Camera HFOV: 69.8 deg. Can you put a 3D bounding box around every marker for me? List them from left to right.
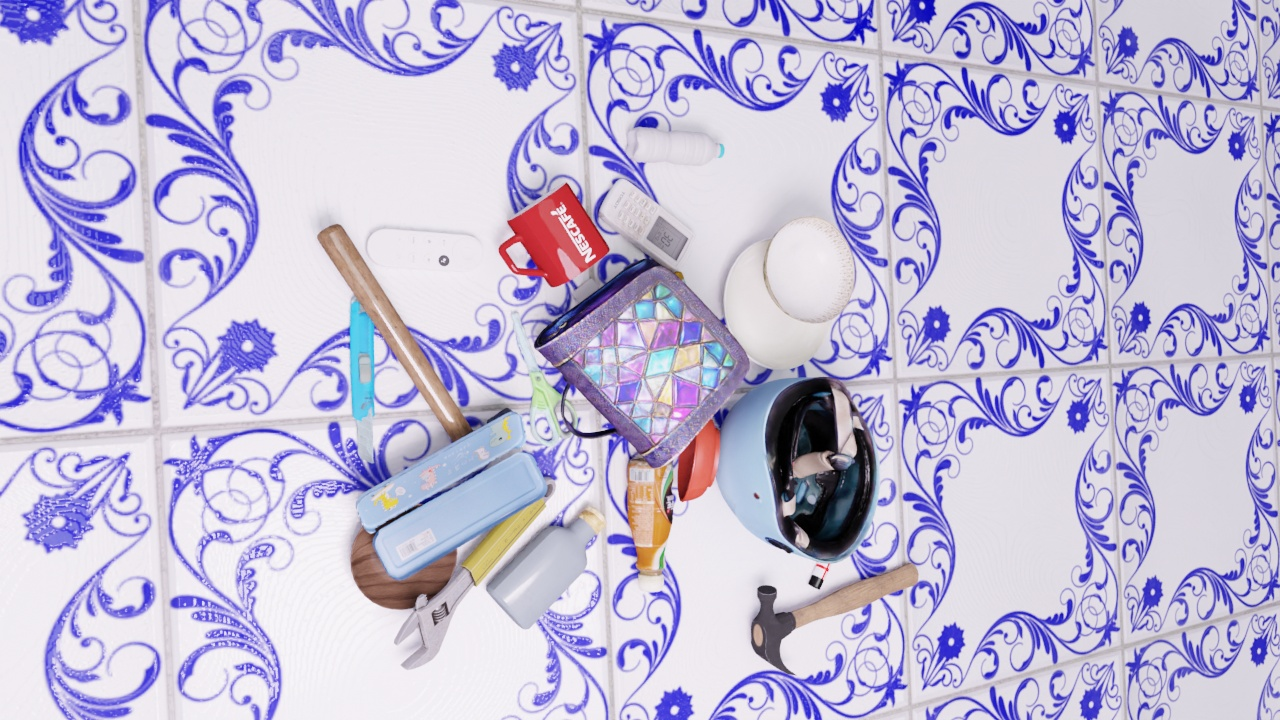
[{"bbox_3d":[0.281,0.261,1.329,0.019,0.019,0.145,34,74,-22],"label":"marker"}]

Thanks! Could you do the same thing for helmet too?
[{"bbox_3d":[0.203,0.139,1.207,0.265,0.167,0.225,48,63,-27],"label":"helmet"}]

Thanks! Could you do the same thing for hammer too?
[{"bbox_3d":[-0.264,-0.009,1.036,0.129,0.040,0.322,-36,108,-21],"label":"hammer"},{"bbox_3d":[0.285,0.350,1.311,0.304,0.040,0.132,-10,106,-32],"label":"hammer"}]

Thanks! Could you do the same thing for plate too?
[{"bbox_3d":[0.185,-0.077,1.278,0.182,0.034,0.182,1,89,-27],"label":"plate"}]

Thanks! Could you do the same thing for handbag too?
[{"bbox_3d":[-0.007,0.006,1.109,0.222,0.125,0.205,-43,103,3],"label":"handbag"}]

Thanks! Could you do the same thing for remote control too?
[{"bbox_3d":[-0.249,-0.128,1.069,0.136,0.013,0.043,1,89,-27],"label":"remote control"},{"bbox_3d":[-0.039,-0.044,1.175,0.033,0.012,0.131,-42,107,-19],"label":"remote control"},{"bbox_3d":[0.010,-0.174,1.195,0.138,0.025,0.060,35,74,-22],"label":"remote control"}]

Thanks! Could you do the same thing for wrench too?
[{"bbox_3d":[-0.186,0.239,1.068,0.272,0.018,0.084,-48,140,-30],"label":"wrench"}]

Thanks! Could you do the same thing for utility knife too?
[{"bbox_3d":[-0.311,0.017,1.035,0.031,0.015,0.198,-2,91,-24],"label":"utility knife"}]

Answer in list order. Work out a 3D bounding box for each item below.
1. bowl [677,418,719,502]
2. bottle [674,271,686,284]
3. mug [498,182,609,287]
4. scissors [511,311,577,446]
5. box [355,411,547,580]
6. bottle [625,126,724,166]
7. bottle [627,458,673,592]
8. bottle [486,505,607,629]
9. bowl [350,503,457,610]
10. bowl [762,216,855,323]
[{"bbox_3d":[0.075,0.121,1.167,0.035,0.122,0.122,8,85,-6],"label":"bowl"},{"bbox_3d":[0.061,-0.022,1.203,0.053,0.053,0.186,-25,101,-25],"label":"bottle"},{"bbox_3d":[-0.111,-0.141,1.104,0.116,0.080,0.096,-38,105,-16],"label":"mug"},{"bbox_3d":[-0.127,0.021,1.131,0.065,0.033,0.174,-23,102,-22],"label":"scissors"},{"bbox_3d":[-0.210,0.148,1.034,0.208,0.039,0.126,-29,118,-25],"label":"box"},{"bbox_3d":[0.049,-0.280,1.206,0.136,0.044,0.044,-2,90,-27],"label":"bottle"},{"bbox_3d":[0.013,0.209,1.170,0.059,0.059,0.167,0,89,-27],"label":"bottle"},{"bbox_3d":[-0.107,0.244,1.116,0.161,0.046,0.072,-44,108,-21],"label":"bottle"},{"bbox_3d":[-0.270,0.219,1.041,0.119,0.032,0.119,1,89,-27],"label":"bowl"},{"bbox_3d":[0.213,-0.118,1.236,0.145,0.063,0.145,1,87,-27],"label":"bowl"}]
